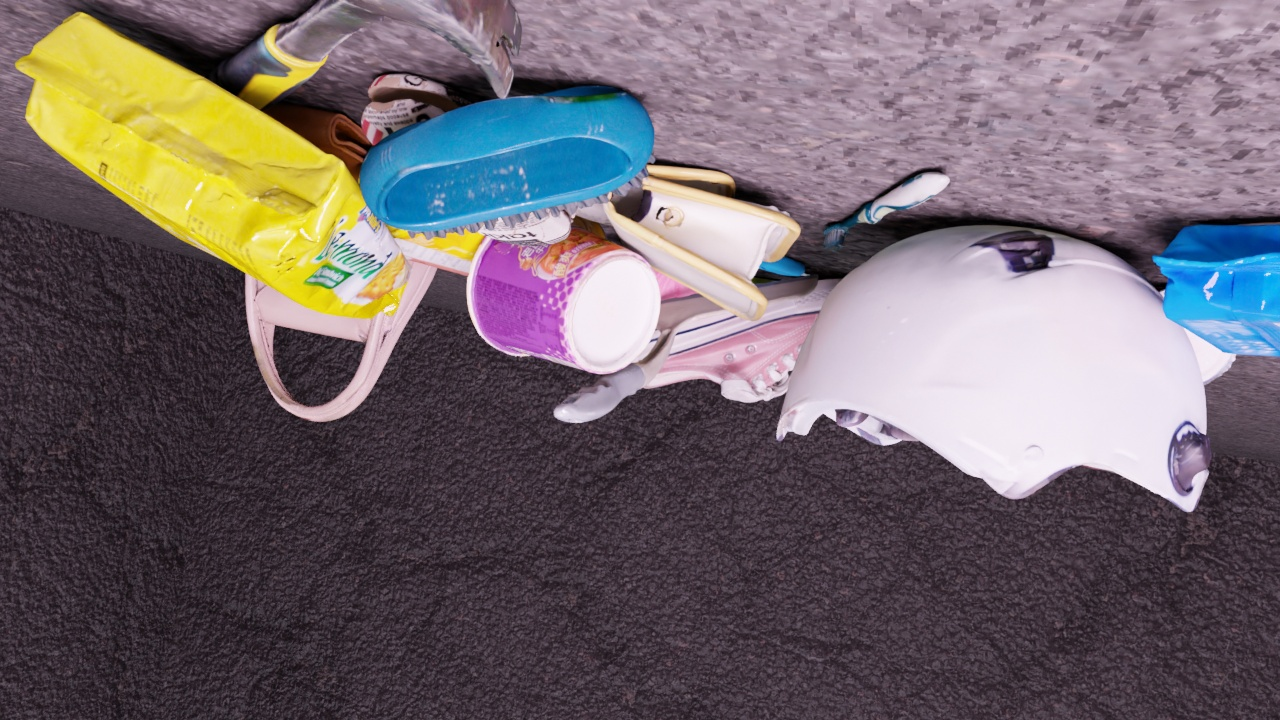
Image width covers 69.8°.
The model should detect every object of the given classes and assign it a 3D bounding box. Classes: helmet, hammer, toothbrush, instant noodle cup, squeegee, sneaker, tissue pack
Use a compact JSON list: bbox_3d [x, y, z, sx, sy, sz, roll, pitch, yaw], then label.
[{"bbox_3d":[0.219,-0.004,0.557,0.258,0.146,0.229,7,-178,-27],"label":"helmet"},{"bbox_3d":[-0.164,-0.143,0.434,0.126,0.032,0.324,14,177,-35],"label":"hammer"},{"bbox_3d":[0.139,-0.085,0.543,0.016,0.018,0.191,12,178,-5],"label":"toothbrush"},{"bbox_3d":[-0.047,-0.044,0.634,0.111,0.111,0.099,13,-174,-46],"label":"instant noodle cup"},{"bbox_3d":[-0.004,0.004,0.696,0.247,0.039,0.245,-8,-163,24],"label":"squeegee"},{"bbox_3d":[0.109,-0.006,0.841,0.241,0.087,0.118,-16,166,3],"label":"sneaker"},{"bbox_3d":[0.321,-0.035,0.448,0.157,0.052,0.095,13,176,-43],"label":"tissue pack"}]

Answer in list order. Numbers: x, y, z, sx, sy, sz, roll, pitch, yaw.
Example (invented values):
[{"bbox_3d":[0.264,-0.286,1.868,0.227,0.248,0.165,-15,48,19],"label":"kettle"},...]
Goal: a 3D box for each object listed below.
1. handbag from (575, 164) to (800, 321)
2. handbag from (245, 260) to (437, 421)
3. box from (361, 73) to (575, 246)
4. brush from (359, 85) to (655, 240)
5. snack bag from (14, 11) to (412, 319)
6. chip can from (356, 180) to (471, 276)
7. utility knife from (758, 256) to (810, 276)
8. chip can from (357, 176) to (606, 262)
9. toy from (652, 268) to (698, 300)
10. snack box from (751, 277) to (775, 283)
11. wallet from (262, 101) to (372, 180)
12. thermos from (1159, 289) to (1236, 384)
[{"bbox_3d":[0.014,-0.095,0.612,0.179,0.063,0.163,26,179,5],"label":"handbag"},{"bbox_3d":[-0.325,-0.053,0.955,0.193,0.234,0.093,11,177,18],"label":"handbag"},{"bbox_3d":[-0.096,-0.104,0.532,0.074,0.064,0.164,30,178,32],"label":"box"},{"bbox_3d":[-0.065,-0.096,0.431,0.144,0.055,0.073,-10,172,5],"label":"brush"},{"bbox_3d":[-0.227,-0.089,0.530,0.158,0.068,0.247,30,171,0],"label":"snack bag"},{"bbox_3d":[-0.152,-0.108,0.789,0.214,0.071,0.071,13,178,-37],"label":"chip can"},{"bbox_3d":[0.087,-0.088,0.763,0.165,0.018,0.034,11,178,-37],"label":"utility knife"},{"bbox_3d":[-0.108,-0.102,0.685,0.072,0.072,0.213,10,178,31],"label":"chip can"},{"bbox_3d":[0.042,-0.067,0.866,0.194,0.074,0.179,11,166,-39],"label":"toy"},{"bbox_3d":[0.106,-0.072,0.970,0.156,0.026,0.085,10,178,16],"label":"snack box"},{"bbox_3d":[-0.244,-0.154,0.638,0.131,0.035,0.119,12,172,10],"label":"wallet"},{"bbox_3d":[0.355,-0.012,0.703,0.073,0.073,0.224,11,178,3],"label":"thermos"}]
